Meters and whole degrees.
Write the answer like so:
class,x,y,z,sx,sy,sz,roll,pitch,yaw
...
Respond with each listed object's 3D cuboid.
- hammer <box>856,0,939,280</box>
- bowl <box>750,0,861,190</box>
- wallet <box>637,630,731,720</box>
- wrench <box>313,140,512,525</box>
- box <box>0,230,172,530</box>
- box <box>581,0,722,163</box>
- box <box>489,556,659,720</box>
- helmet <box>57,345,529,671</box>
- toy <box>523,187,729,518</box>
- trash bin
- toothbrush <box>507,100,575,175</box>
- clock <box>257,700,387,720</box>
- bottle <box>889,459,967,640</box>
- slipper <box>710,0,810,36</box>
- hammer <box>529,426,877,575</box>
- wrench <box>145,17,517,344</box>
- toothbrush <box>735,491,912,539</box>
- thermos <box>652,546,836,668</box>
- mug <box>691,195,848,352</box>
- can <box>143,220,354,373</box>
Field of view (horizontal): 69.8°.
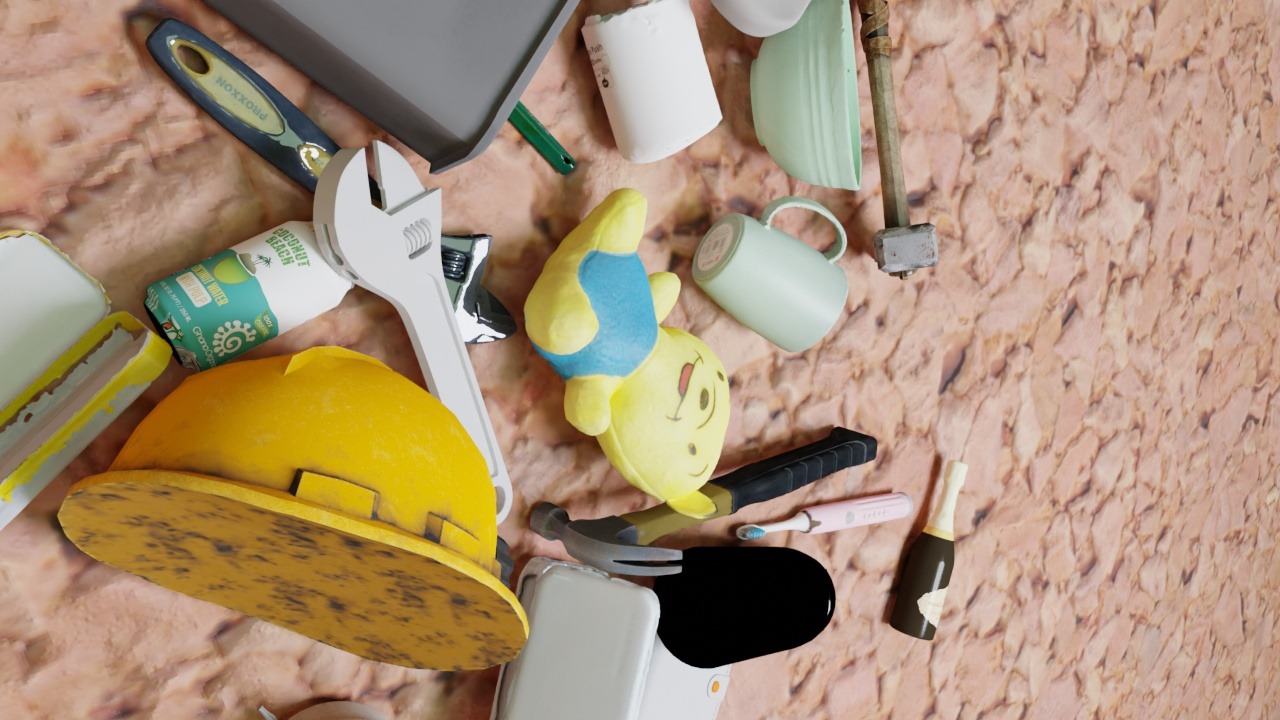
class,x,y,z,sx,sy,sz,roll,pitch,yaw
hammer,0.207,-0.227,0.783,0.049,0.121,0.319,-7,98,10
bowl,0.129,-0.204,0.710,0.150,0.077,0.151,-3,89,-74
wallet,0.027,0.271,0.746,0.118,0.038,0.115,33,72,-48
wrench,-0.130,0.000,0.570,0.086,0.018,0.274,-46,133,-47
box,-0.336,0.041,0.443,0.117,0.057,0.209,38,73,5
box,0.003,-0.226,0.633,0.092,0.083,0.166,-28,113,-18
box,-0.036,0.249,0.626,0.106,0.127,0.215,21,73,-46
helmet,-0.164,0.070,0.510,0.255,0.206,0.131,51,39,-47
toy,-0.004,0.004,0.658,0.214,0.084,0.148,55,47,-32
trash bin,-0.141,-0.244,0.488,0.219,0.098,0.191,34,78,-26
toothbrush,-0.105,-0.190,0.593,0.190,0.017,0.016,44,71,-33
clock,-0.181,0.276,0.596,0.156,0.061,0.103,20,88,-30
bottle,0.304,0.193,0.948,0.045,0.045,0.184,18,88,-37
slipper,0.089,-0.309,0.669,0.113,0.081,0.265,38,51,-20
hammer,0.081,0.104,0.737,0.332,0.118,0.025,-12,110,-40
wrench,-0.171,-0.097,0.557,0.273,0.022,0.073,42,79,-35
toothbrush,0.175,0.147,0.855,0.222,0.027,0.027,-2,88,-37
thermos,0.096,0.194,0.744,0.198,0.086,0.086,18,87,-57
mug,0.107,-0.076,0.721,0.104,0.084,0.111,30,113,-26
can,-0.217,-0.038,0.514,0.101,0.055,0.055,-33,116,-27
